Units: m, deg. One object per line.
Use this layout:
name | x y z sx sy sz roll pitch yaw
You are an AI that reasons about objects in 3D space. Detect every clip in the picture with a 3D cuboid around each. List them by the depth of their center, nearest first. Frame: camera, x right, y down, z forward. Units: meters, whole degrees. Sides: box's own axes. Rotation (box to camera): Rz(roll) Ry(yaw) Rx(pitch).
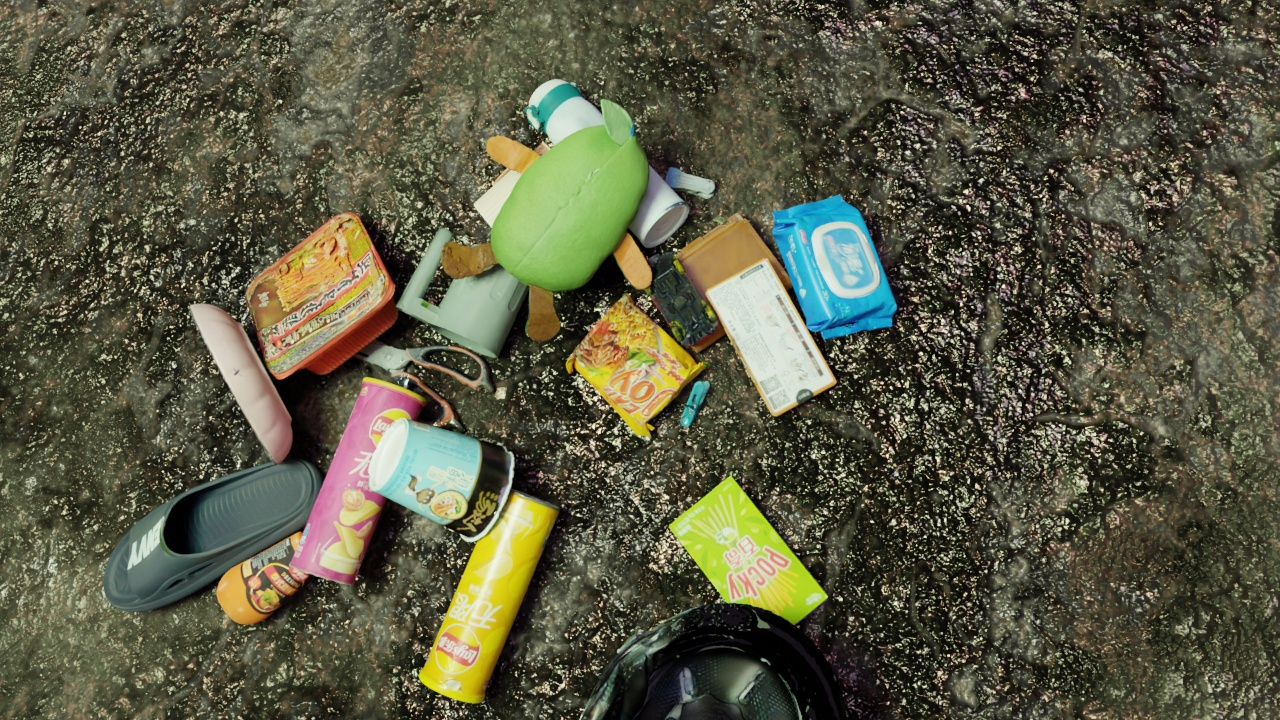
clip | 0.058 0.047 0.987 0.013 0.033 0.054 24 96 16
clip | 0.057 -0.200 1.044 0.058 0.042 0.026 15 79 9

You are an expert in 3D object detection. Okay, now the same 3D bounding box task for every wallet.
wallet | 0.081 -0.092 1.006 0.130 0.035 0.119 -35 77 1

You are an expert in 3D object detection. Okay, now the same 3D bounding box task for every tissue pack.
tissue pack | 0.203 -0.101 0.964 0.094 0.052 0.157 -13 75 -20

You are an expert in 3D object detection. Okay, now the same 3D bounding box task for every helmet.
helmet | 0.058 0.365 0.849 0.230 0.157 0.273 35 75 16

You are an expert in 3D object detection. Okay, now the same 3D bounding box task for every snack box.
snack box | 0.110 0.206 0.941 0.086 0.026 0.156 -38 75 0
snack box | 0.137 -0.024 0.971 0.075 0.026 0.153 -29 87 1

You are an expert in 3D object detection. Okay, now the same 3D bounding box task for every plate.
plate | -0.425 0.021 0.997 0.039 0.193 0.192 -28 74 -20

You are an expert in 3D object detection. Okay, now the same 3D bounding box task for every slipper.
slipper | -0.484 0.179 1.011 0.268 0.083 0.110 -26 61 0

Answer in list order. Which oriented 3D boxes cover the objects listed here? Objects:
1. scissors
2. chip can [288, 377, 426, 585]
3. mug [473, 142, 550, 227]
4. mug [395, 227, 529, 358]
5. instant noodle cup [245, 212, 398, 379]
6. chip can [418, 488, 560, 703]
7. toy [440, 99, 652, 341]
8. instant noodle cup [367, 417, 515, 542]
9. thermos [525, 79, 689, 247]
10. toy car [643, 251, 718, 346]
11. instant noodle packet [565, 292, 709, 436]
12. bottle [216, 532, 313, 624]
scissors | -0.276 0.014 1.053 0.202 0.015 0.206 -21 76 5
chip can | -0.299 0.127 0.977 0.071 0.071 0.210 15 76 12
mug | -0.130 -0.189 1.046 0.106 0.081 0.114 -40 48 0
mug | -0.190 -0.075 1.011 0.124 0.084 0.103 30 79 -23
instant noodle cup | -0.351 -0.066 1.032 0.164 0.079 0.188 -36 49 0
chip can | -0.156 0.241 0.956 0.072 0.072 0.213 20 81 13
toy | -0.080 -0.149 0.962 0.227 0.090 0.247 41 91 -7
instant noodle cup | -0.210 0.117 0.944 0.120 0.111 0.111 27 81 -30
thermos | -0.043 -0.228 1.039 0.073 0.073 0.224 -41 74 -1
toy car | 0.040 -0.066 0.979 0.049 0.031 0.106 -34 79 5
instant noodle packet | -0.006 0.006 0.996 0.128 0.044 0.111 43 92 15
bottle | -0.385 0.224 1.006 0.149 0.067 0.066 -35 74 -7
